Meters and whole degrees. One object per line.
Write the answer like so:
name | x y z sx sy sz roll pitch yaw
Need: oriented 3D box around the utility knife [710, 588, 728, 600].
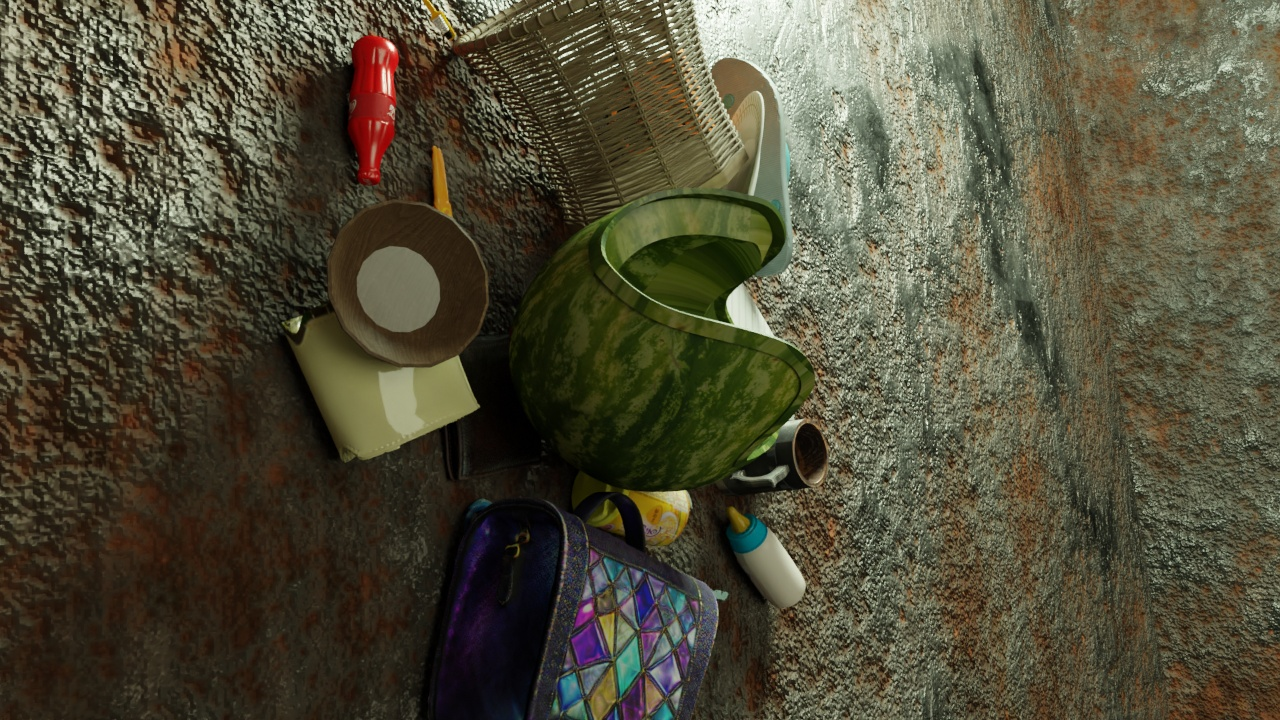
utility knife | 0.038 0.232 0.941 0.180 0.015 0.022 20 69 -48

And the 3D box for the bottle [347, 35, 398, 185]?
bottle | -0.215 -0.198 0.734 0.036 0.036 0.119 13 72 -47

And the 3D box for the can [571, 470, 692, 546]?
can | -0.008 0.134 0.869 0.105 0.068 0.067 28 60 -42

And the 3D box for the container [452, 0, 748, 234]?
container | -0.023 -0.244 0.834 0.226 0.227 0.196 -52 127 -42

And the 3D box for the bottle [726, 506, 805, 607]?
bottle | 0.133 0.214 1.023 0.146 0.051 0.051 55 45 -25

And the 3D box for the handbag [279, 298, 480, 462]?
handbag | -0.193 0.002 0.683 0.110 0.081 0.119 -27 103 -41

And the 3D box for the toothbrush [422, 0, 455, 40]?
toothbrush | -0.219 -0.356 0.772 0.197 0.031 0.030 53 14 -28

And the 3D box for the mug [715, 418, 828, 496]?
mug | 0.133 0.114 1.004 0.115 0.107 0.080 -32 105 -48

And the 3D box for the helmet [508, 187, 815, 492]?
helmet | 0.013 -0.003 0.760 0.243 0.248 0.212 3 50 -9

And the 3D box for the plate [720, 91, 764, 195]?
plate | 0.086 -0.152 0.937 0.016 0.243 0.242 15 65 -8

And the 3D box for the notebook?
notebook | 0.132 -0.019 1.062 0.210 0.009 0.142 54 26 -33

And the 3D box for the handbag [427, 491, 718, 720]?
handbag | -0.046 0.215 0.748 0.204 0.126 0.221 36 59 -40

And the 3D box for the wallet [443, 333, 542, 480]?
wallet | -0.128 0.037 0.786 0.099 0.031 0.120 -7 92 -51

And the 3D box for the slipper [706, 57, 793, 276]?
slipper | 0.148 -0.237 1.114 0.054 0.098 0.269 -13 92 -48

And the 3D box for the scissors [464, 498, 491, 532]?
scissors | -0.118 0.175 0.776 0.133 0.011 0.138 -49 121 -40

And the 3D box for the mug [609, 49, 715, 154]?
mug | 0.016 -0.271 0.998 0.112 0.078 0.096 -32 108 -16

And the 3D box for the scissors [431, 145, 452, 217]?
scissors | -0.168 -0.123 0.789 0.064 0.013 0.128 4 79 -49

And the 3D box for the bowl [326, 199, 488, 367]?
bowl | -0.165 -0.051 0.640 0.117 0.030 0.117 6 81 -36
